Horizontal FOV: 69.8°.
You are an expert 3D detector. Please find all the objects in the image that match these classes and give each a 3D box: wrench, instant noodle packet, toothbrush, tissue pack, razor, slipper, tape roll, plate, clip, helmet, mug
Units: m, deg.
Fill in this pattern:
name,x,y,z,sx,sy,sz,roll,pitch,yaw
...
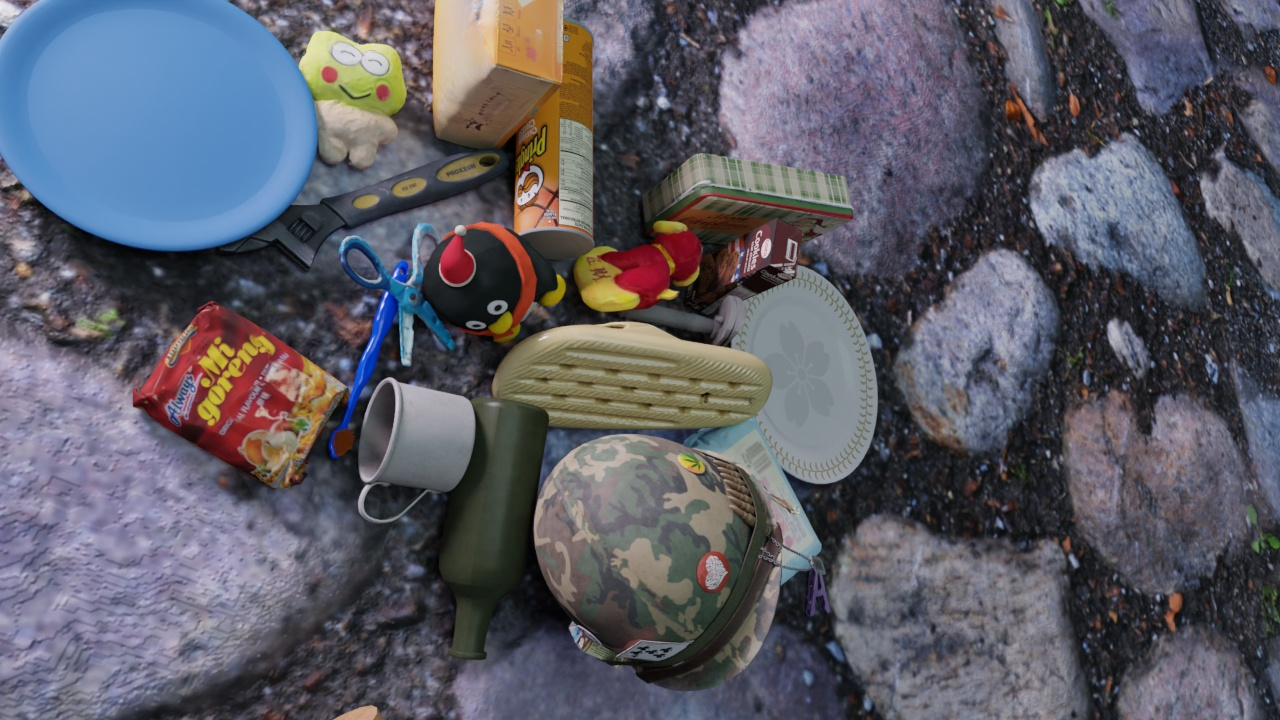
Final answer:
name,x,y,z,sx,sy,sz,roll,pitch,yaw
wrench,-0.229,-0.138,0.791,0.272,0.022,0.073,-29,88,-33
instant noodle packet,-0.298,0.028,0.697,0.135,0.040,0.098,37,68,-21
toothbrush,-0.223,-0.004,0.763,0.016,0.018,0.182,32,62,-38
tissue pack,0.096,0.150,0.897,0.111,0.070,0.182,-31,97,-34
razor,0.035,-0.041,0.913,0.116,0.088,0.047,12,71,-9
slipper,-0.005,0.005,0.844,0.261,0.112,0.079,5,42,-17
tape roll,-0.222,0.285,0.646,0.093,0.094,0.027,-31,95,-34
plate,0.179,0.014,1.001,0.242,0.016,0.242,12,71,-39
plate,-0.368,-0.188,0.709,0.224,0.024,0.224,7,74,-26
clip,0.182,0.246,0.961,0.046,0.014,0.050,-31,98,-31
helmet,0.026,0.167,0.762,0.193,0.224,0.236,-49,146,9
mug,-0.182,0.075,0.732,0.070,0.084,0.113,15,77,-31

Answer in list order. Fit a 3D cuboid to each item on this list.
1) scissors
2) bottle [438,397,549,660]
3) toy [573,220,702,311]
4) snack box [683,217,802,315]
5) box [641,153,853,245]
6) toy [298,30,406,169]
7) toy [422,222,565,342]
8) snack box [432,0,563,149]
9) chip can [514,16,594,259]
name,x,y,z,sx,sy,sz,roll,pitch,yaw
scissors,-0.204,-0.062,0.777,0.134,0.012,0.134,17,69,-49
bottle,-0.125,0.137,0.754,0.071,0.072,0.206,14,77,-29
toy,0.003,-0.087,0.880,0.137,0.067,0.105,-26,49,-25
snack box,0.099,-0.090,0.914,0.031,0.141,0.051,23,67,-26
box,0.112,-0.159,0.957,0.205,0.118,0.050,3,72,-33
toy,-0.247,-0.222,0.788,0.092,0.046,0.115,7,82,-32
toy,-0.136,-0.067,0.775,0.099,0.098,0.119,56,22,5
snack box,-0.134,-0.310,0.819,0.080,0.145,0.195,8,74,-31
chip can,-0.081,-0.210,0.870,0.075,0.075,0.214,8,74,-31
